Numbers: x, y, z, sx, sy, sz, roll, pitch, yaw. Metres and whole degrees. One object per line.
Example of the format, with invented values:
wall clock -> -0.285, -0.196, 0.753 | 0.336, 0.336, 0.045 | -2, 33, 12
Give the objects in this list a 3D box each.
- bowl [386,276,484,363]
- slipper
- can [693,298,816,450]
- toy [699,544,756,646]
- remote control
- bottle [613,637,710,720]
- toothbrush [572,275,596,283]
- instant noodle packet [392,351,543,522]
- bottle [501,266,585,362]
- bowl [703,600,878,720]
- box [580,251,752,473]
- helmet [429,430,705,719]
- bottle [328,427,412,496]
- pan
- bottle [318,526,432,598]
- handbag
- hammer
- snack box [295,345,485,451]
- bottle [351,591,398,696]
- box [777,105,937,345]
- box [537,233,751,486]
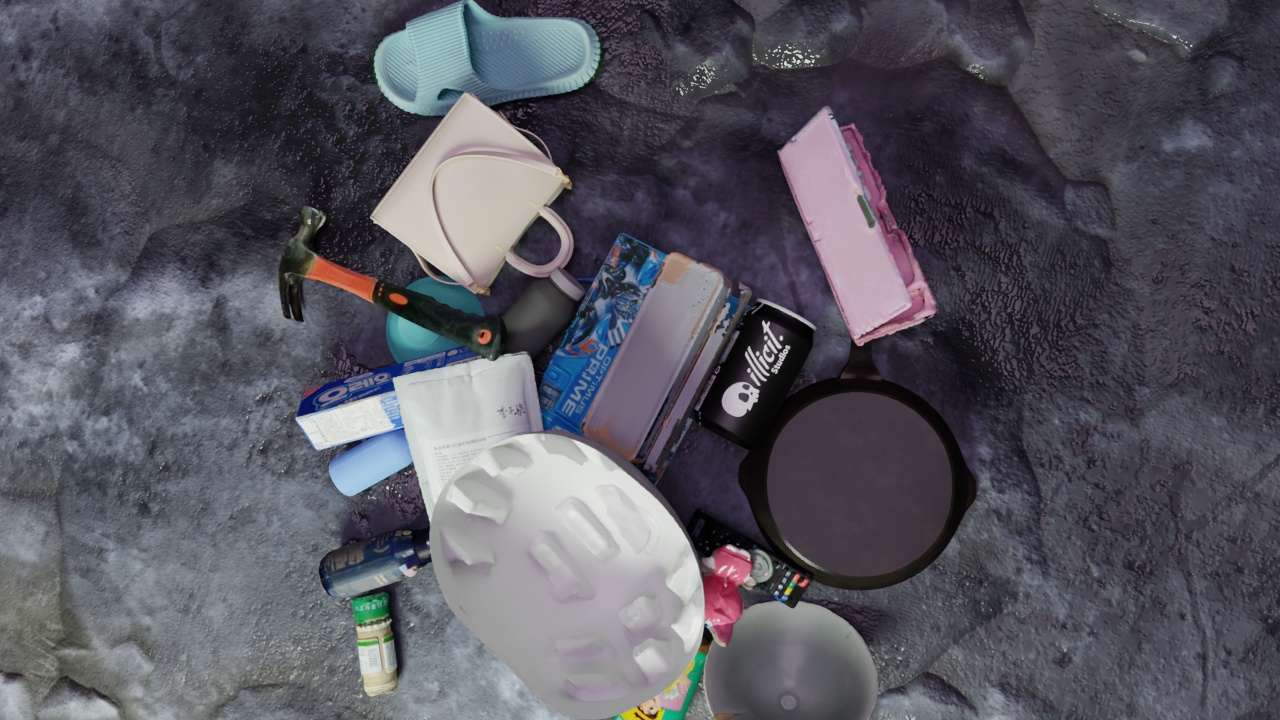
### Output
bowl -> -0.242, -0.040, 1.046 | 0.121, 0.046, 0.121 | -1, 86, 9
slipper -> -0.182, -0.347, 1.050 | 0.276, 0.069, 0.116 | -3, 88, 8
can -> 0.120, 0.015, 0.967 | 0.080, 0.080, 0.146 | 28, 90, 10
toy -> 0.085, 0.244, 0.965 | 0.065, 0.050, 0.102 | 20, 82, 23
remote control -> 0.113, 0.209, 0.978 | 0.140, 0.021, 0.045 | 31, 117, 14
bottle -> 0.006, 0.383, 0.964 | 0.068, 0.068, 0.209 | 22, 89, 10
toothbrush -> -0.037, -0.091, 1.034 | 0.132, 0.016, 0.021 | 0, 86, 7
instant noodle packet -> -0.164, 0.133, 0.987 | 0.147, 0.057, 0.269 | -12, 97, -5
bottle -> -0.112, -0.050, 1.014 | 0.060, 0.060, 0.108 | 45, 100, 9
bowl -> 0.151, 0.336, 0.940 | 0.174, 0.068, 0.173 | -4, 43, 3
box -> 0.025, 0.002, 0.945 | 0.107, 0.095, 0.216 | 27, 93, -2
helmet -> -0.070, 0.192, 0.888 | 0.224, 0.183, 0.282 | -44, 110, 6
bottle -> -0.285, 0.104, 1.041 | 0.131, 0.048, 0.048 | -29, 82, 6
pan -> 0.230, 0.064, 0.964 | 0.249, 0.043, 0.356 | 3, 86, 9
bottle -> -0.278, 0.220, 1.027 | 0.161, 0.056, 0.056 | -19, 83, 8
handbag -> -0.165, -0.164, 1.027 | 0.198, 0.101, 0.194 | 38, 93, -2
hammer -> -0.281, -0.071, 1.019 | 0.333, 0.033, 0.133 | 20, 89, 27
snack box -> -0.265, 0.039, 1.025 | 0.226, 0.059, 0.059 | -15, 127, 5
bottle -> -0.297, 0.317, 1.031 | 0.043, 0.042, 0.110 | -10, 86, 8
box -> 0.219, -0.142, 0.938 | 0.099, 0.098, 0.232 | -19, 75, 5
box -> -0.007, 0.006, 0.990 | 0.174, 0.063, 0.243 | 29, 94, 6
